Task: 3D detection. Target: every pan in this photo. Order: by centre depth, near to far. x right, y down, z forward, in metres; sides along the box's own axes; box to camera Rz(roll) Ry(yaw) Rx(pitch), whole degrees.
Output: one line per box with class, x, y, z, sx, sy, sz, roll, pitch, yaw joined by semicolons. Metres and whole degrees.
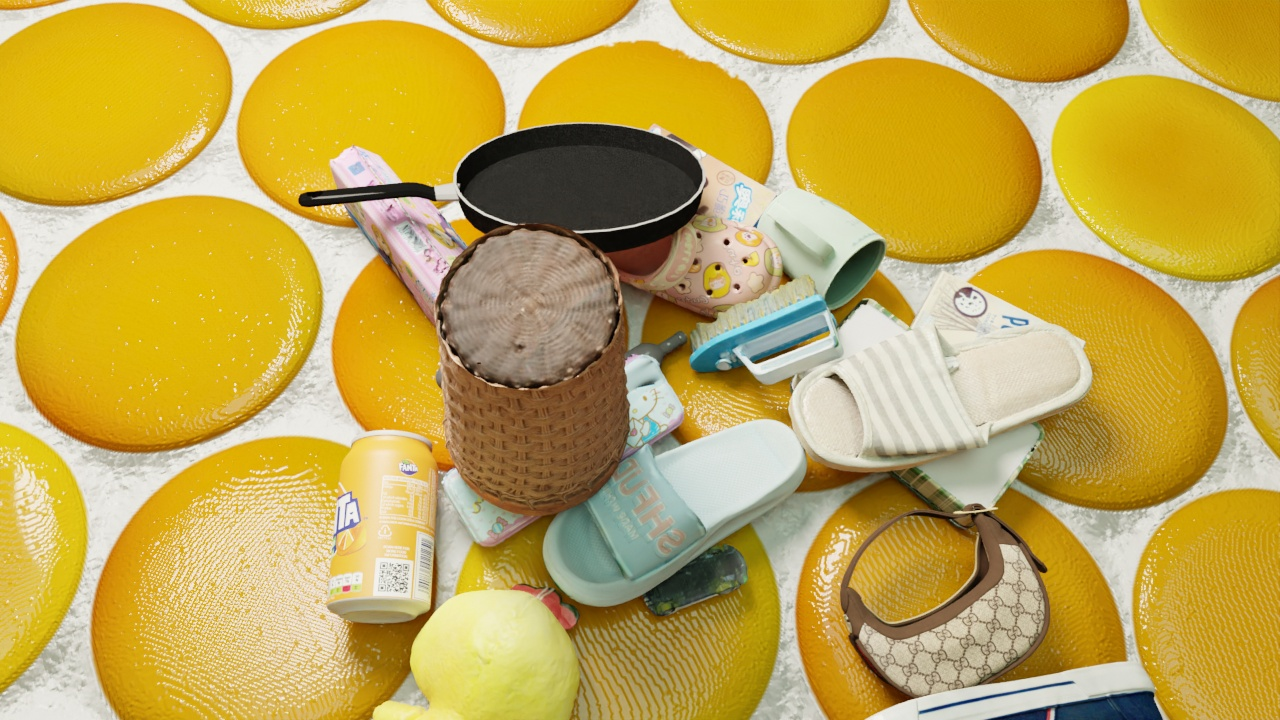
pan;-0.118;-0.151;0.821;0.356;0.034;0.225;-8;38;-12

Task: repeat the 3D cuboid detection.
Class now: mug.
mug;0.161;-0.114;0.865;0.104;0.111;0.084;45;104;26

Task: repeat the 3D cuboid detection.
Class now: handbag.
handbag;0.243;0.187;0.736;0.166;0.063;0.138;-29;80;-5

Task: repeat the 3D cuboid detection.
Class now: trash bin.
trash bin;-0.080;0.013;0.666;0.151;0.210;0.151;1;65;-2

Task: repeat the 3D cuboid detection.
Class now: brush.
brush;0.108;-0.015;0.826;0.136;0.055;0.075;-22;56;18

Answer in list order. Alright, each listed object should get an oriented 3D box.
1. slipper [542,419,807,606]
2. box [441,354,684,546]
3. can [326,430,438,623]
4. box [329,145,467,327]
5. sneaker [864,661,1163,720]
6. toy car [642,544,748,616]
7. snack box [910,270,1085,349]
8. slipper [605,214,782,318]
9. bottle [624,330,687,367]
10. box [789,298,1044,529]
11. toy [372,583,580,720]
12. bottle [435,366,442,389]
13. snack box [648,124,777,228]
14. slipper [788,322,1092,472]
slipper;0.029;0.109;0.758;0.245;0.074;0.104;-25;47;-17
box;-0.063;0.074;0.785;0.214;0.036;0.076;-32;99;-16
can;-0.206;0.135;0.741;0.079;0.079;0.142;-1;65;-4
box;-0.195;-0.108;0.855;0.076;0.085;0.230;-33;71;-20
sneaker;0.260;0.312;0.672;0.294;0.121;0.127;-5;52;-9
toy car;0.045;0.182;0.761;0.089;0.027;0.038;-17;59;-8
snack box;0.336;-0.017;0.874;0.150;0.026;0.081;29;66;11
slipper;0.031;-0.095;0.852;0.197;0.081;0.093;17;101;12
bottle;-0.005;0.005;0.841;0.112;0.030;0.030;-31;70;-16
box;0.245;0.046;0.827;0.205;0.050;0.117;38;71;14
toy;-0.123;0.254;0.683;0.134;0.092;0.207;26;68;12
bottle;-0.141;0.050;0.805;0.036;0.036;0.110;-28;80;-15
snack box;0.050;-0.167;0.924;0.151;0.034;0.087;33;67;12
slipper;0.262;0.025;0.785;0.272;0.054;0.114;-11;72;-9
